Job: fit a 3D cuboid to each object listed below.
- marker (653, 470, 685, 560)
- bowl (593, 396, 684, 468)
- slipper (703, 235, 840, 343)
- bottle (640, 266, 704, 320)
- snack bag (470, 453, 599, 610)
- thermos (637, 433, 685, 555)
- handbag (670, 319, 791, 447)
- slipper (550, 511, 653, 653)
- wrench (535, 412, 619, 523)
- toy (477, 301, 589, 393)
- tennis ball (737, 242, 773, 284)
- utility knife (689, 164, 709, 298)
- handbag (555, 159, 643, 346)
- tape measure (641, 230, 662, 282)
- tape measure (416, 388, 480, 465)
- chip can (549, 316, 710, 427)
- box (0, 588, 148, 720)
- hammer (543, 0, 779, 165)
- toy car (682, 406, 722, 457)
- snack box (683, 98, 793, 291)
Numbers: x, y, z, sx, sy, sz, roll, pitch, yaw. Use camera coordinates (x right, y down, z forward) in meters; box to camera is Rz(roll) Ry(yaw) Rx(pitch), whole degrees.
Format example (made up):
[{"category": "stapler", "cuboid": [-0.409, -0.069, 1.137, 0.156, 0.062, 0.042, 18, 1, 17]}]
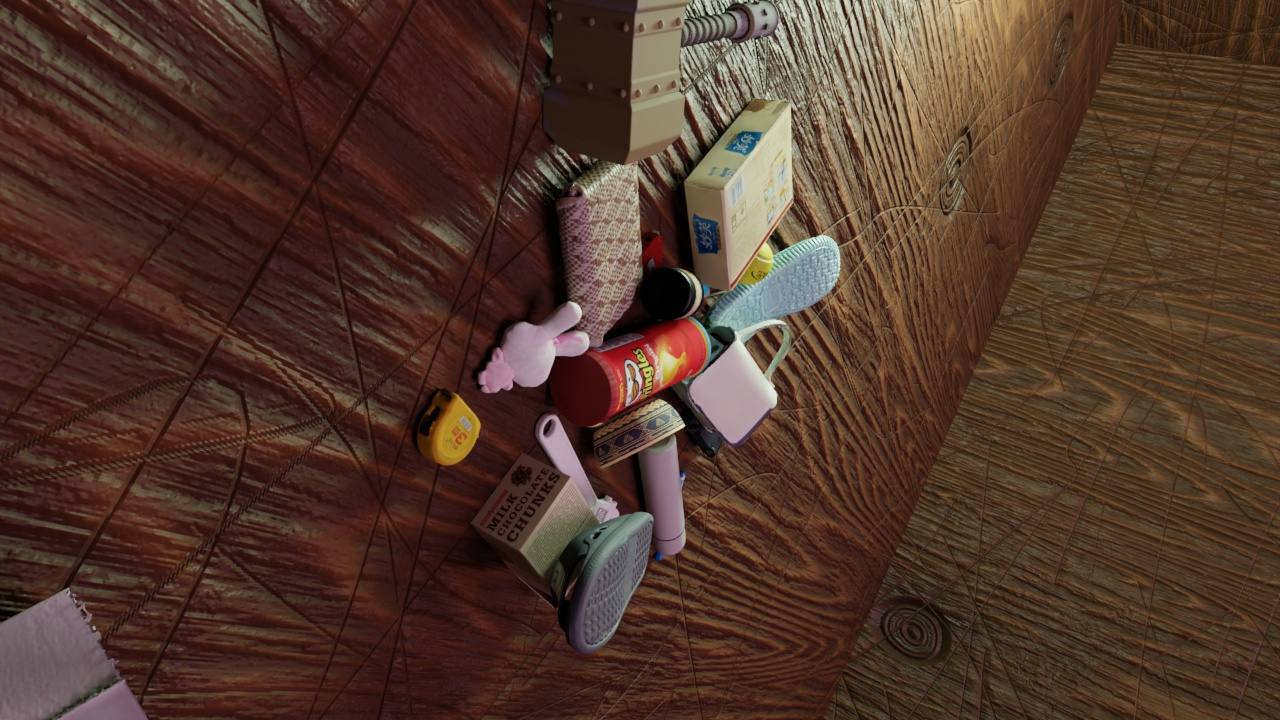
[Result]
[{"category": "marker", "cuboid": [0.045, 0.230, 1.362, 0.013, 0.013, 0.142, -2, 110, -59]}, {"category": "bowl", "cuboid": [-0.011, 0.077, 1.099, 0.112, 0.113, 0.061, -23, 85, -52]}, {"category": "slipper", "cuboid": [0.182, -0.102, 1.321, 0.275, 0.069, 0.116, -32, 136, -25]}, {"category": "bottle", "cuboid": [0.045, -0.079, 1.088, 0.181, 0.059, 0.059, -19, 127, -78]}, {"category": "snack bag", "cuboid": [-0.101, 0.207, 1.046, 0.094, 0.070, 0.206, -55, 148, -23]}, {"category": "thermos", "cuboid": [0.031, 0.187, 1.270, 0.052, 0.052, 0.224, -45, 143, -35]}, {"category": "handbag", "cuboid": [0.135, 0.011, 1.256, 0.176, 0.074, 0.151, -45, 129, -6]}, {"category": "slipper", "cuboid": [-0.050, 0.224, 1.005, 0.267, 0.083, 0.111, -22, 121, -75]}, {"category": "wrench", "cuboid": [-0.076, 0.148, 1.106, 0.066, 0.018, 0.273, -53, 146, -25]}, {"category": "toy", "cuboid": [-0.110, -0.008, 0.917, 0.125, 0.037, 0.076, -33, 136, -16]}, {"category": "tennis ball", "cuboid": [0.145, -0.135, 1.234, 0.065, 0.065, 0.065, -37, 138, -43]}, {"category": "utility knife", "cuboid": [0.073, -0.155, 1.153, 0.031, 0.015, 0.207, -50, 149, -35]}, {"category": "handbag", "cuboid": [-0.041, -0.120, 0.957, 0.123, 0.047, 0.186, -50, 147, -44]}, {"category": "tape measure", "cuboid": [0.009, -0.114, 1.068, 0.058, 0.019, 0.051, -54, 148, -24]}, {"category": "tape measure", "cuboid": [-0.182, 0.068, 0.861, 0.058, 0.030, 0.068, -57, 147, -20]}, {"category": "chip can", "cuboid": [-0.006, 0.006, 1.057, 0.212, 0.087, 0.087, -23, 127, -53]}, {"category": "box", "cuboid": [-0.240, 0.231, 0.356, 0.166, 0.529, 0.234, -31, 132, -37]}, {"category": "hammer", "cuboid": [0.048, -0.325, 0.911, 0.323, 0.101, 0.190, -32, 135, -47]}, {"category": "toy car", "cuboid": [0.090, 0.098, 1.327, 0.046, 0.034, 0.112, -62, 144, -22]}, {"category": "snack box", "cuboid": [0.129, -0.210, 1.150, 0.206, 0.055, 0.153, -54, 148, -36]}]
